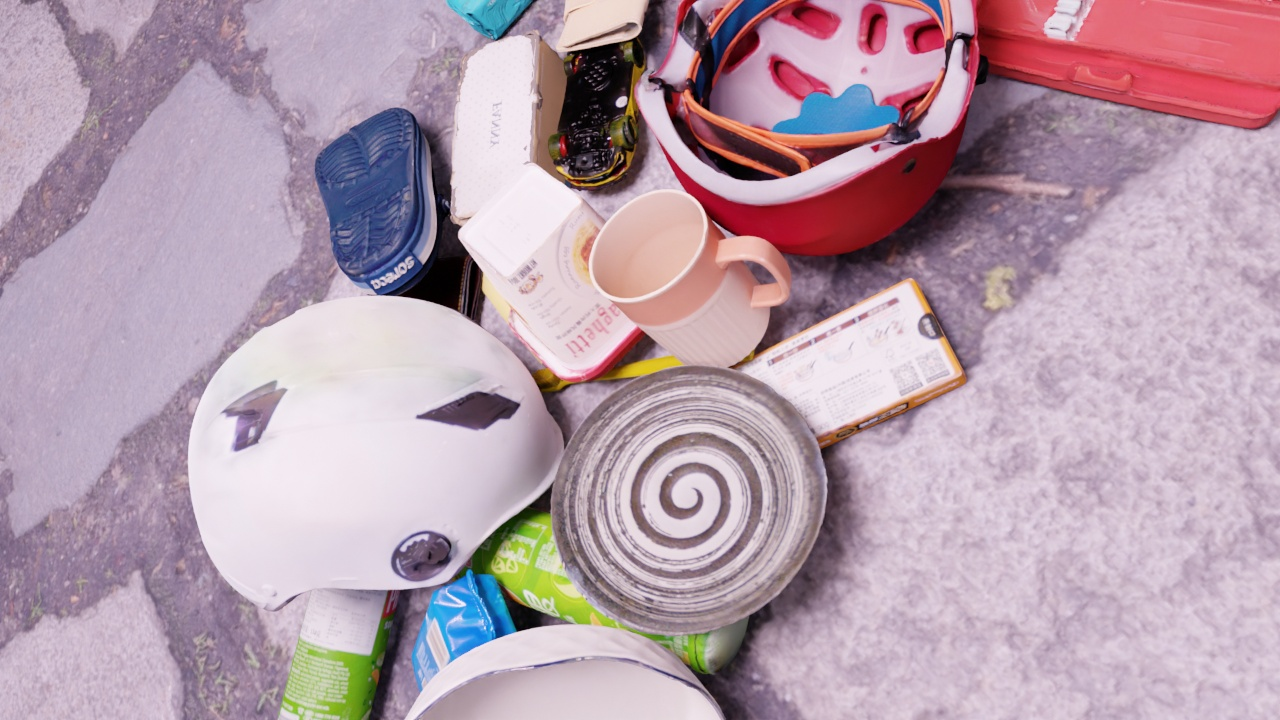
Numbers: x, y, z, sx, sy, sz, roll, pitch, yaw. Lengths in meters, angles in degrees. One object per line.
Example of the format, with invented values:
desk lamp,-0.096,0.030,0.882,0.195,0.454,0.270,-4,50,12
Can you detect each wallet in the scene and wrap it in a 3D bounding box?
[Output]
wallet,-0.192,-0.042,0.797,0.122,0.020,0.096,-2,75,34
wallet,-0.028,-0.309,0.776,0.087,0.024,0.115,-8,55,30

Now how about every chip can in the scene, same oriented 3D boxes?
chip can,-0.230,0.206,0.719,0.072,0.072,0.235,7,79,28
chip can,-0.032,0.150,0.636,0.222,0.072,0.072,11,81,29

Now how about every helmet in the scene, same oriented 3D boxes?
helmet,0.122,-0.170,0.614,0.207,0.144,0.239,19,68,28
helmet,-0.191,0.036,0.643,0.258,0.146,0.228,-13,37,-6

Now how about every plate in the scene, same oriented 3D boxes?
plate,0.029,0.087,0.586,0.180,0.024,0.179,-8,60,13
plate,-0.050,0.235,0.562,0.205,0.205,0.045,-35,34,14

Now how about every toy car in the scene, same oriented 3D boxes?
toy car,-0.031,-0.211,0.754,0.071,0.041,0.155,-7,63,23

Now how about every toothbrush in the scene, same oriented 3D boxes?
toothbrush,-0.004,0.004,0.681,0.190,0.016,0.015,-9,52,32

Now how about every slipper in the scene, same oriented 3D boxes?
slipper,-0.212,-0.132,0.793,0.105,0.095,0.252,-30,42,2

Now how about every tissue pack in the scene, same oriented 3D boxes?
tissue pack,-0.118,0.218,0.645,0.095,0.052,0.158,61,146,27
tissue pack,-0.125,-0.368,0.842,0.133,0.050,0.093,-42,60,10

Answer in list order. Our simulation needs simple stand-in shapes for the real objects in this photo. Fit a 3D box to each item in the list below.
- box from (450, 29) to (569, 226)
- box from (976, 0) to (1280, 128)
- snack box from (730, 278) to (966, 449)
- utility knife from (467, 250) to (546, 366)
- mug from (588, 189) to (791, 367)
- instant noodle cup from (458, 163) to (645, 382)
box,-0.108,-0.180,0.777,0.090,0.062,0.184,-5,76,26
box,0.320,-0.241,0.580,0.201,0.058,0.161,25,103,30
snack box,0.131,0.013,0.620,0.154,0.026,0.075,-27,65,17
utility knife,-0.107,-0.050,0.762,0.031,0.018,0.167,-44,63,5
mug,0.042,-0.051,0.598,0.115,0.106,0.081,-6,61,31
instant noodle cup,-0.057,-0.066,0.665,0.116,0.124,0.116,-45,49,-4
